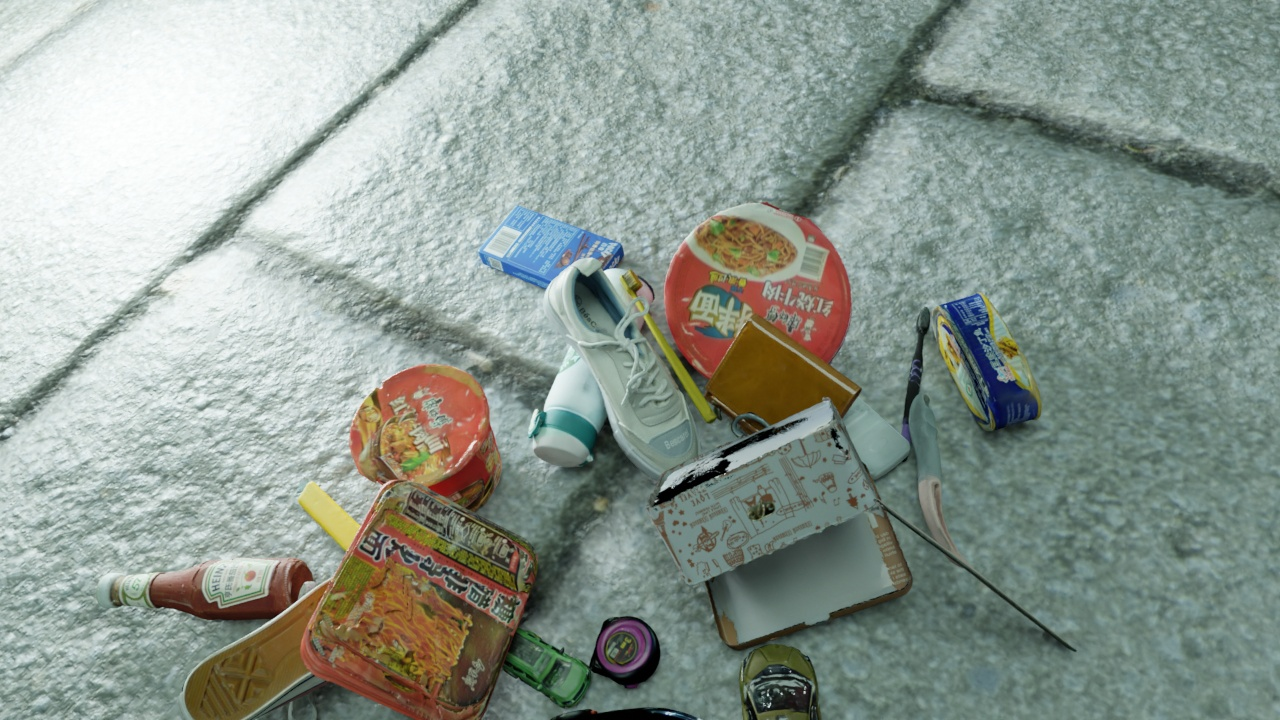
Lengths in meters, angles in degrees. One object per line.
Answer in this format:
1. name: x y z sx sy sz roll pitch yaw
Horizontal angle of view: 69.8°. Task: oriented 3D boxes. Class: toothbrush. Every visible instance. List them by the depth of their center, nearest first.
1. toothbrush: 0.282 0.020 0.941 0.014 0.017 0.188 11 60 13
2. toothbrush: 0.028 -0.017 0.947 0.017 0.015 0.190 -38 67 20

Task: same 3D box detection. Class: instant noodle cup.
1. instant noodle cup: -0.191 0.216 0.798 0.164 0.079 0.188 31 47 -13
2. instant noodle cup: -0.204 0.088 0.916 0.138 0.109 0.137 -4 56 6
3. instant noodle cup: 0.125 -0.065 0.950 0.194 0.194 0.065 14 16 18

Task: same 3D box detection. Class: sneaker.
1. sneaker: -0.291 0.257 0.826 0.240 0.088 0.118 -25 77 -35
2. sneaker: -0.005 0.005 0.901 0.089 0.091 0.242 -30 85 -31

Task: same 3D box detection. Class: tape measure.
1. tape measure: -0.011 0.258 0.812 0.058 0.039 0.057 6 57 19

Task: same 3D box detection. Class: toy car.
1. toy car: 0.118 0.310 0.756 0.070 0.042 0.157 -7 53 4
2. toy car: -0.088 0.272 0.818 0.091 0.036 0.043 24 61 19

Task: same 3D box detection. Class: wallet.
1. wallet: 0.132 0.038 0.906 0.131 0.119 0.035 38 24 20

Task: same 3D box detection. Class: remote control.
1. remote control: 0.205 0.061 0.921 0.055 0.020 0.136 -34 55 -14

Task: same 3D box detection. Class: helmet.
1. helmet: -0.036 0.367 0.627 0.275 0.229 0.233 -47 53 24

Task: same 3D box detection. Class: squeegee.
1. squeegee: 0.270 0.115 0.832 0.040 0.247 0.249 -42 23 29

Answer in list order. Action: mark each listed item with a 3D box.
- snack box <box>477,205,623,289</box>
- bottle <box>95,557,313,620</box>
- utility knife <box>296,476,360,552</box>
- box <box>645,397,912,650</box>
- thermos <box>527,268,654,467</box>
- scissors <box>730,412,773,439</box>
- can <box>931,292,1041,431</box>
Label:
1. snack box: -0.107 -0.127 1.097 0.157 0.026 0.084 23 63 23
2. bottle: -0.425 0.222 0.891 0.206 0.060 0.059 -2 56 7
3. utility knife: -0.302 0.169 0.934 0.165 0.015 0.033 34 61 29
4. box: 0.125 0.155 0.803 0.183 0.153 0.181 -26 91 12
5. thermos: -0.052 0.008 0.970 0.073 0.073 0.223 12 59 16
6. scissors: 0.140 0.121 0.878 0.159 0.014 0.175 -23 76 13
7. can: 0.340 0.000 0.909 0.049 0.075 0.148 -16 54 2
